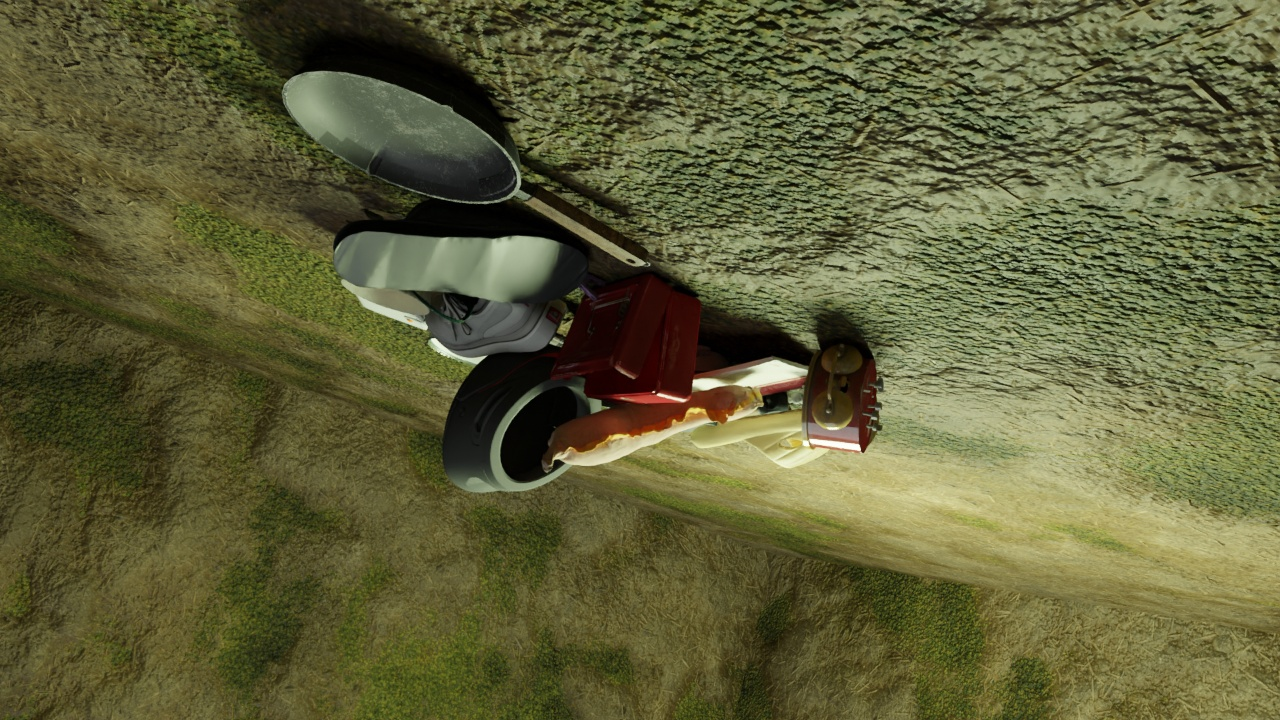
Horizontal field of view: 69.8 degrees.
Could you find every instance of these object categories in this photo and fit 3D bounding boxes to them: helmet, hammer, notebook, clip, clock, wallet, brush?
[{"bbox_3d":[-0.168,0.073,1.229,0.164,0.265,0.170,19,-159,-37],"label":"helmet"},{"bbox_3d":[0.060,0.082,1.367,0.322,0.040,0.129,-7,157,16],"label":"hammer"},{"bbox_3d":[0.129,0.029,1.178,0.209,0.012,0.153,-15,160,41],"label":"notebook"},{"bbox_3d":[-0.061,-0.094,1.057,0.052,0.042,0.014,56,156,-8],"label":"clip"},{"bbox_3d":[0.237,0.044,1.056,0.081,0.117,0.159,6,157,23],"label":"clock"},{"bbox_3d":[-0.371,-0.083,1.389,0.118,0.037,0.115,20,166,-2],"label":"wallet"},{"bbox_3d":[-0.105,-0.020,1.385,0.151,0.012,0.039,23,164,-29],"label":"brush"}]

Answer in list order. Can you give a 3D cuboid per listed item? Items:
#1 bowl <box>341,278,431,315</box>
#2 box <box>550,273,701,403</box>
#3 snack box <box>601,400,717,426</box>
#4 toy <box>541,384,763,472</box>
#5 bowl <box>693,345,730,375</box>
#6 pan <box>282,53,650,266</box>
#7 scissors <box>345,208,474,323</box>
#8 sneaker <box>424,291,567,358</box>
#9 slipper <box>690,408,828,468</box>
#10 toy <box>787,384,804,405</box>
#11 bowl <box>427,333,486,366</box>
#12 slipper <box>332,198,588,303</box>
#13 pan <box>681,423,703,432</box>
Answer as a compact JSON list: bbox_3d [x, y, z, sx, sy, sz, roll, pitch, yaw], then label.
[{"bbox_3d":[-0.317,-0.109,1.177,0.115,0.062,0.115,15,166,4],"label":"bowl"},{"bbox_3d":[-0.009,-0.018,1.059,0.112,0.134,0.158,25,164,-28],"label":"box"},{"bbox_3d":[0.024,0.063,1.246,0.148,0.025,0.080,8,175,23],"label":"snack box"},{"bbox_3d":[0.018,0.079,1.099,0.264,0.065,0.196,-12,-171,8],"label":"toy"},{"bbox_3d":[0.068,0.008,1.210,0.114,0.045,0.114,-1,165,-1],"label":"bowl"},{"bbox_3d":[-0.132,-0.167,0.808,0.356,0.040,0.208,23,164,-29],"label":"pan"},{"bbox_3d":[-0.231,-0.128,1.038,0.210,0.141,0.015,41,141,18],"label":"scissors"},{"bbox_3d":[-0.218,-0.074,1.171,0.264,0.096,0.128,2,149,47],"label":"sneaker"},{"bbox_3d":[0.189,0.109,1.253,0.262,0.079,0.111,-11,174,33],"label":"slipper"},{"bbox_3d":[0.215,0.047,1.172,0.049,0.030,0.111,-13,173,17],"label":"toy"},{"bbox_3d":[-0.226,-0.035,1.338,0.153,0.072,0.153,16,165,4],"label":"bowl"},{"bbox_3d":[-0.183,-0.126,0.962,0.265,0.083,0.109,3,143,-23],"label":"slipper"},{"bbox_3d":[0.010,0.100,1.654,0.178,0.041,0.358,19,166,-10],"label":"pan"}]
